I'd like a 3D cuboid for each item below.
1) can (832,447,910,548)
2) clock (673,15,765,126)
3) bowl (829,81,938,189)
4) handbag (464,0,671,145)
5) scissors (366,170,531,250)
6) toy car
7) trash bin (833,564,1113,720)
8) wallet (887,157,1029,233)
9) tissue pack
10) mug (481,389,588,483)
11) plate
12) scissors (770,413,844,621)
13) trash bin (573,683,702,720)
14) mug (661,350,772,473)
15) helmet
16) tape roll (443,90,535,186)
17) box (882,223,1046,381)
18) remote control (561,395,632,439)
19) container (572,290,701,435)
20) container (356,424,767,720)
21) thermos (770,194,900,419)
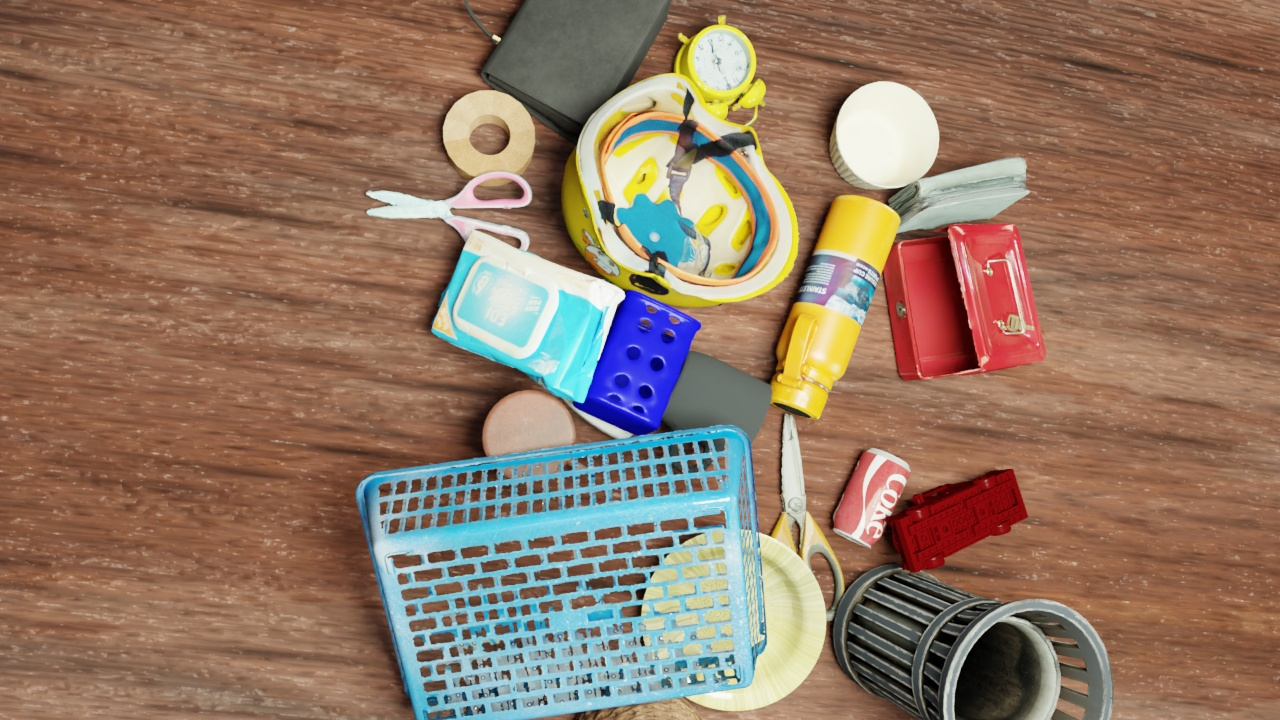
[{"bbox_3d":[0.244,0.146,0.973,0.054,0.054,0.096,28,82,-6],"label":"can"},{"bbox_3d":[0.086,-0.302,0.982,0.083,0.057,0.119,-26,98,-10],"label":"clock"},{"bbox_3d":[0.257,-0.237,1.000,0.115,0.062,0.115,1,85,-9],"label":"bowl"},{"bbox_3d":[-0.095,-0.349,0.955,0.196,0.072,0.175,29,82,-2],"label":"handbag"},{"bbox_3d":[-0.198,-0.140,0.942,0.178,0.016,0.101,-3,108,-1],"label":"scissors"},{"bbox_3d":[0.327,0.167,0.970,0.169,0.062,0.070,-16,88,-28],"label":"toy car"},{"bbox_3d":[0.296,0.285,0.876,0.164,0.228,0.164,0,89,-15],"label":"trash bin"},{"bbox_3d":[0.339,-0.177,0.991,0.131,0.100,0.054,-15,80,-11],"label":"wallet"},{"bbox_3d":[-0.116,-0.048,0.882,0.209,0.066,0.117,24,91,33],"label":"tissue pack"},{"bbox_3d":[-0.097,0.083,0.900,0.123,0.110,0.096,29,87,-5],"label":"mug"},{"bbox_3d":[0.094,0.261,0.941,0.184,0.036,0.184,0,92,3],"label":"plate"},{"bbox_3d":[0.154,0.170,0.976,0.114,0.016,0.229,-9,88,-9],"label":"scissors"},{"bbox_3d":[0.012,0.394,0.840,0.151,0.210,0.151,1,86,-9],"label":"trash bin"},{"bbox_3d":[0.065,0.059,0.935,0.094,0.085,0.121,26,77,-6],"label":"mug"},{"bbox_3d":[0.026,-0.145,0.919,0.240,0.140,0.208,40,64,-13],"label":"helmet"},{"bbox_3d":[-0.157,-0.230,0.953,0.094,0.027,0.094,1,86,-9],"label":"tape roll"},{"bbox_3d":[0.345,-0.060,0.993,0.136,0.127,0.157,-5,83,-30],"label":"box"},{"bbox_3d":[-0.044,0.033,0.950,0.114,0.028,0.060,41,79,-4],"label":"remote control"},{"bbox_3d":[-0.005,0.005,0.903,0.084,0.085,0.113,25,74,-9],"label":"container"},{"bbox_3d":[-0.063,0.212,0.835,0.362,0.089,0.257,-8,110,-1],"label":"container"},{"bbox_3d":[0.194,-0.058,0.966,0.091,0.076,0.232,27,82,-32],"label":"thermos"}]
